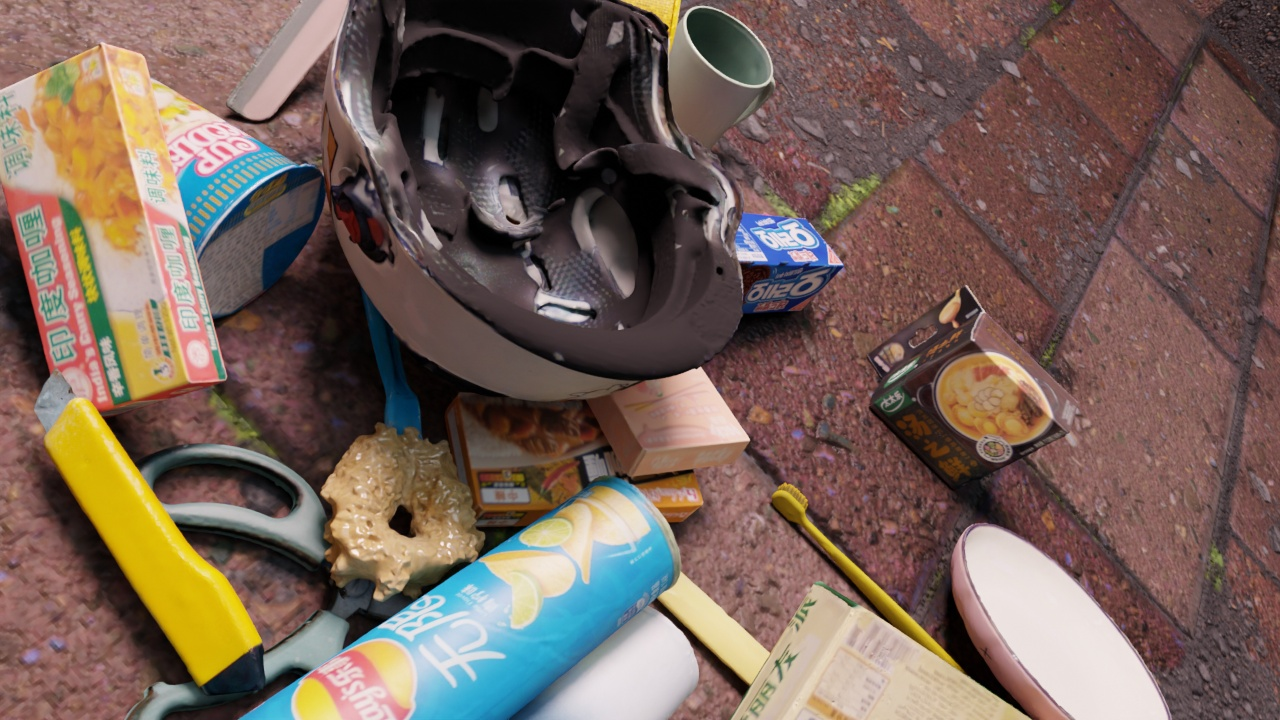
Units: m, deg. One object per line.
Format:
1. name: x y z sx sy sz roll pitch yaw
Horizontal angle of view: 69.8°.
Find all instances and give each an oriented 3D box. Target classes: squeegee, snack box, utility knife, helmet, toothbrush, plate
1. squeegee: -0.096 -0.192 0.622 0.249 0.040 0.247 35 83 -17
2. snack box: -0.038 0.060 0.551 0.153 0.026 0.075 5 54 -34
3. snack box: 0.172 0.238 0.523 0.240 0.063 0.114 34 84 -11
4. utility knife: -0.215 0.075 0.400 0.033 0.015 0.170 -36 84 -8
5. snack box: -0.246 -0.056 0.421 0.027 0.077 0.155 -13 88 -72
6. snack box: -0.003 0.003 0.587 0.084 0.026 0.157 -1 46 -37
7. helmet: -0.074 -0.086 0.512 0.229 0.157 0.274 -7 70 -39
8. toothbrush: 0.162 0.157 0.638 0.190 0.016 0.016 46 40 -1
9. snack box: 0.252 0.025 0.721 0.125 0.114 0.053 43 46 -2
10. plate: 0.291 0.205 0.655 0.192 0.039 0.192 29 29 -18
11. utility knife: 0.042 0.155 0.553 0.212 0.022 0.030 46 42 -2
12. snack box: 0.067 -0.071 0.667 0.207 0.058 0.057 -6 54 -48

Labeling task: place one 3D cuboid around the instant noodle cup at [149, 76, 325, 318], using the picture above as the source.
1. instant noodle cup: -0.240 -0.091 0.475 0.110 0.099 0.099 36 46 1

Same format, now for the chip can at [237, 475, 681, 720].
1. chip can: -0.076 0.133 0.417 0.209 0.071 0.071 -30 81 -35

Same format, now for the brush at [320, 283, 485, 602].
1. brush: -0.138 0.014 0.502 0.083 0.046 0.254 7 48 -31

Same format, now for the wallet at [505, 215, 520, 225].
1. wallet: -0.053 -0.115 0.660 0.131 0.031 0.107 11 57 -31

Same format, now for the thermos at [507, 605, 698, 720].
1. thermos: -0.056 0.200 0.422 0.070 0.070 0.219 51 45 4

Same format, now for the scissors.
1. scissors: -0.180 0.100 0.436 0.169 0.019 0.181 -31 81 -42

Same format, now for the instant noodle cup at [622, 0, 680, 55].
1. instant noodle cup: -0.046 -0.260 0.696 0.109 0.138 0.137 8 57 -20

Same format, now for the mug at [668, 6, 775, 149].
1. mug: 0.053 -0.215 0.745 0.111 0.107 0.082 -2 62 -36
